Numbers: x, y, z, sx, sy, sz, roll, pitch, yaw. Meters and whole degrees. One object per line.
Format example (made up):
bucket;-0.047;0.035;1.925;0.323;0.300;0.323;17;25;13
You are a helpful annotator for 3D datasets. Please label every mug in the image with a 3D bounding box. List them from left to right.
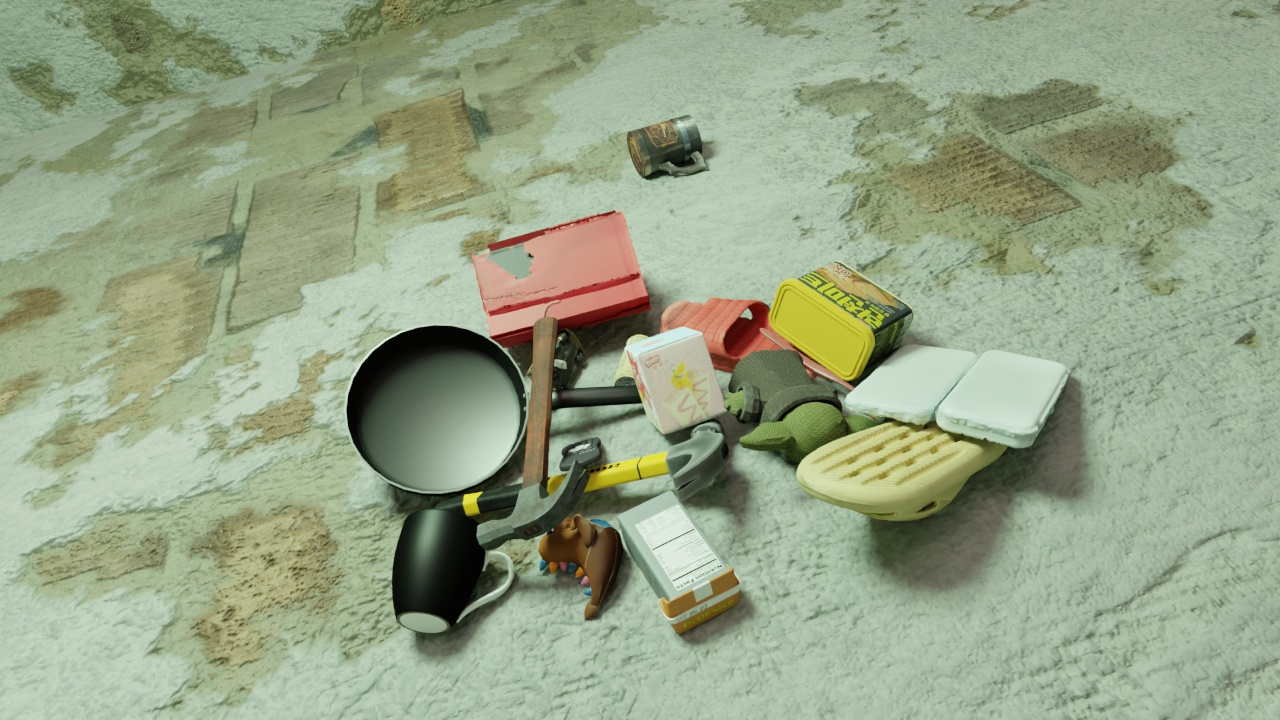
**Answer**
mug;-0.184;0.213;0.896;0.119;0.085;0.100;15;50;-11
mug;0.049;-0.353;1.560;0.107;0.080;0.115;-20;65;-11

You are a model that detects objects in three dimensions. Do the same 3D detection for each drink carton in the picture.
drink carton;0.034;0.189;0.870;0.076;0.048;0.125;-24;38;-13

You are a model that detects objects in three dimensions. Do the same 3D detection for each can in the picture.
can;-0.007;0.007;1.129;0.038;0.038;0.079;-1;39;16
can;0.234;-0.050;1.064;0.100;0.073;0.131;-26;53;-38

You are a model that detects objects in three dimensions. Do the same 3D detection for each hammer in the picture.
hammer;-0.107;0.059;0.979;0.111;0.028;0.300;-22;40;18
hammer;-0.067;0.129;0.962;0.325;0.034;0.169;-13;10;12

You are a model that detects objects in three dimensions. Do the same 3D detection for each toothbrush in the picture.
toothbrush;0.203;0.012;1.039;0.015;0.016;0.184;-32;53;-28

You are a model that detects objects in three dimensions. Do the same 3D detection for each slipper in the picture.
slipper;0.123;-0.034;1.123;0.249;0.059;0.103;21;48;36
slipper;0.260;0.111;0.878;0.260;0.079;0.111;-16;25;-36

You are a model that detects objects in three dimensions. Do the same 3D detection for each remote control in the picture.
remote control;-0.065;0.100;0.997;0.046;0.009;0.124;-17;5;-1

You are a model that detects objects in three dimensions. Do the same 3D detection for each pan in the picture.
pan;-0.157;0.053;1.066;0.355;0.044;0.203;-3;68;-10

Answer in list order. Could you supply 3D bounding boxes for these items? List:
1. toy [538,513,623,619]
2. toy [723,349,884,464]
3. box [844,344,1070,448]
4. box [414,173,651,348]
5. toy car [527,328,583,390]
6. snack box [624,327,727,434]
toy;-0.063;0.201;0.900;0.090;0.070;0.102;-7;58;30
toy;0.160;0.052;0.980;0.179;0.078;0.152;-3;37;-24
box;0.333;0.025;0.954;0.190;0.038;0.208;14;25;32
box;-0.101;-0.093;1.083;0.214;0.138;0.467;-14;3;0
toy car;-0.113;0.011;1.151;0.047;0.047;0.111;-12;37;35
snack box;0.037;0.020;1.024;0.079;0.095;0.093;-19;9;-7
